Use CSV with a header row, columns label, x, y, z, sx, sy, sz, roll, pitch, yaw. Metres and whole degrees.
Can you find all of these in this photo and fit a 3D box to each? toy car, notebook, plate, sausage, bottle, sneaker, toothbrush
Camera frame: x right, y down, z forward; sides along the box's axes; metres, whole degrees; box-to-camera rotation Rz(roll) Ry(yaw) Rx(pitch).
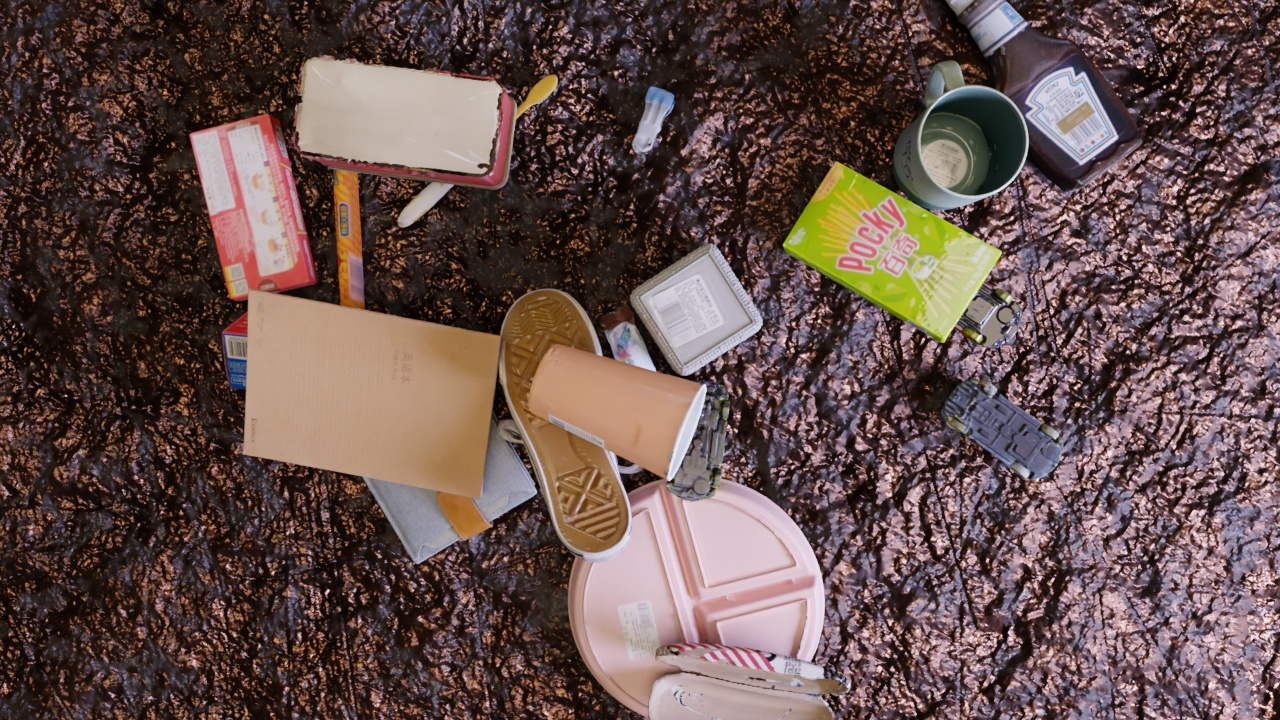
label,x,y,z,sx,sy,sz,roll,pitch,yaw
toy car,0.049,0.070,0.795,0.048,0.032,0.105,7,80,4
notebook,-0.228,0.029,0.768,0.211,0.012,0.150,11,110,2
toy car,0.269,-0.052,0.775,0.106,0.031,0.049,35,96,12
plate,0.048,0.217,0.810,0.229,0.028,0.229,0,94,4
sausage,-0.259,-0.112,0.815,0.021,0.021,0.165,-2,93,4
bottle,0.324,-0.235,0.758,0.080,0.044,0.195,-37,89,5
sneaker,-0.062,0.058,0.781,0.118,0.088,0.240,-15,70,-7
toothbrush,-0.143,-0.183,0.808,0.191,0.018,0.016,-42,88,7
toy car,0.307,0.058,0.780,0.105,0.031,0.049,36,96,3

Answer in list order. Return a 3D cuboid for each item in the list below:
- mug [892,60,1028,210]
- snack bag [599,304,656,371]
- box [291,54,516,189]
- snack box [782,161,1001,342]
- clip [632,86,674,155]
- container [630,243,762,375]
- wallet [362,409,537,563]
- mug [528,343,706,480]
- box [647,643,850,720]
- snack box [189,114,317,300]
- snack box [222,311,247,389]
label,x,y,z,sx,sy,sz,roll,pitch,yaw
mug,0.247,-0.179,0.733,0.082,0.106,0.112,-12,93,5
snack bag,-0.005,0.005,0.799,0.026,0.045,0.105,-22,92,-39
box,-0.194,-0.199,0.758,0.168,0.078,0.091,8,92,2
snack box,0.206,-0.091,0.764,0.156,0.026,0.086,34,94,16
clip,0.010,-0.206,0.794,0.025,0.036,0.058,21,90,0
container,0.046,-0.041,0.751,0.090,0.114,0.090,-33,91,4
wallet,-0.170,0.108,0.814,0.130,0.037,0.106,-30,90,5
mug,-0.020,0.035,0.707,0.123,0.078,0.078,20,94,11
box,0.088,0.285,0.759,0.162,0.076,0.086,8,67,0
snack box,-0.343,-0.135,0.817,0.075,0.025,0.153,-13,93,4
snack box,-0.249,-0.001,0.795,0.207,0.058,0.057,5,115,4
